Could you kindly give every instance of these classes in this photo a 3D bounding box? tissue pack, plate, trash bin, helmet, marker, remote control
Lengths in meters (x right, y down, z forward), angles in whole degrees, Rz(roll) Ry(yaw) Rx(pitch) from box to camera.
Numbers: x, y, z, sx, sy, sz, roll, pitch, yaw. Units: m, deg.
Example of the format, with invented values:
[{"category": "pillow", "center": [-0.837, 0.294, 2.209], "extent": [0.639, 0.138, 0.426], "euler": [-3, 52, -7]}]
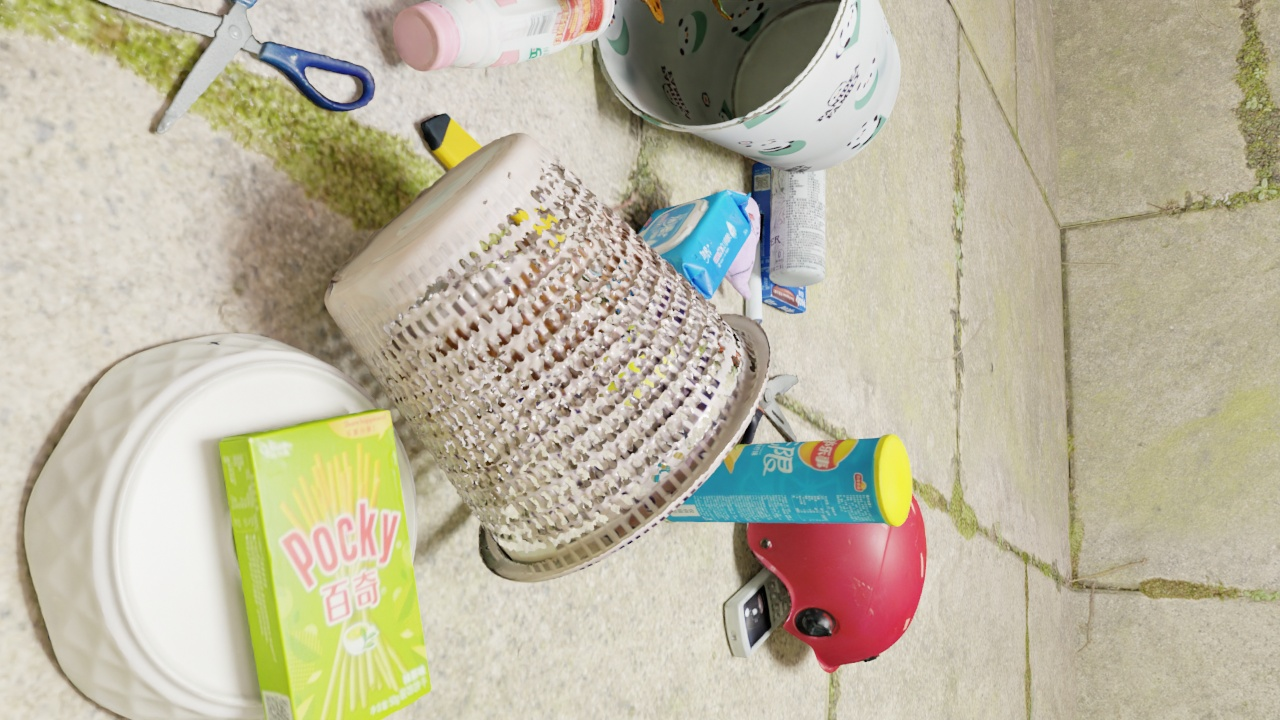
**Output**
[{"category": "tissue pack", "center": [0.034, -0.096, 0.788], "extent": [0.052, 0.095, 0.156], "euler": [58, 42, -25]}, {"category": "plate", "center": [-0.194, 0.086, 0.472], "extent": [0.204, 0.046, 0.204], "euler": [12, 75, -54]}, {"category": "trash bin", "center": [-0.067, -0.016, 0.546], "extent": [0.192, 0.228, 0.226], "euler": [50, 45, -22]}, {"category": "trash bin", "center": [0.119, -0.290, 0.839], "extent": [0.251, 0.230, 0.229], "euler": [6, 80, -60]}, {"category": "helmet", "center": [0.227, 0.199, 0.952], "extent": [0.206, 0.144, 0.240], "euler": [-38, 107, -58]}, {"category": "marker", "center": [0.123, -0.097, 0.982], "extent": [0.018, 0.022, 0.130], "euler": [60, 29, -79]}, {"category": "remote control", "center": [0.131, 0.247, 0.942], "extent": [0.149, 0.021, 0.058], "euler": [-23, 104, -55]}]

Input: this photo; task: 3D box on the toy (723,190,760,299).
[{"category": "toy", "center": [0.094, -0.126, 0.929], "extent": [0.084, 0.039, 0.107], "euler": [41, 54, -34]}]

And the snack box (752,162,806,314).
[{"category": "snack box", "center": [0.156, -0.137, 1.032], "extent": [0.084, 0.026, 0.157], "euler": [16, 72, -52]}]

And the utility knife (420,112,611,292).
[{"category": "utility knife", "center": [-0.084, -0.107, 0.684], "extent": [0.219, 0.015, 0.033], "euler": [42, 52, -42]}]

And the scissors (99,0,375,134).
[{"category": "scissors", "center": [-0.215, -0.185, 0.510], "extent": [0.162, 0.012, 0.175], "euler": [31, 61, -50]}]

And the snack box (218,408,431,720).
[{"category": "snack box", "center": [-0.155, 0.107, 0.461], "extent": [0.085, 0.026, 0.156], "euler": [-11, 94, -57]}]

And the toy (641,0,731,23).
[{"category": "toy", "center": [-0.020, -0.348, 0.658], "extent": [0.226, 0.090, 0.246], "euler": [-27, 92, -47]}]

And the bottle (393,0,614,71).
[{"category": "bottle", "center": [-0.094, -0.244, 0.649], "extent": [0.196, 0.068, 0.068], "euler": [-42, 119, -48]}]

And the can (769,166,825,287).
[{"category": "can", "center": [0.167, -0.154, 0.976], "extent": [0.058, 0.058, 0.146], "euler": [18, 70, -53]}]

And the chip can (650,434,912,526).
[{"category": "chip can", "center": [0.113, 0.102, 0.770], "extent": [0.071, 0.211, 0.071], "euler": [12, 75, -54]}]

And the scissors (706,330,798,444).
[{"category": "scissors", "center": [0.120, 0.032, 0.965], "extent": [0.225, 0.015, 0.189], "euler": [-37, 115, -53]}]

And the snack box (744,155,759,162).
[{"category": "snack box", "center": [0.138, -0.300, 1.030], "extent": [0.076, 0.027, 0.155], "euler": [0, 85, -54]}]

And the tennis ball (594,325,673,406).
[{"category": "tennis ball", "center": [-0.004, 0.004, 0.742], "extent": [0.065, 0.066, 0.065], "euler": [12, 75, -54]}]
